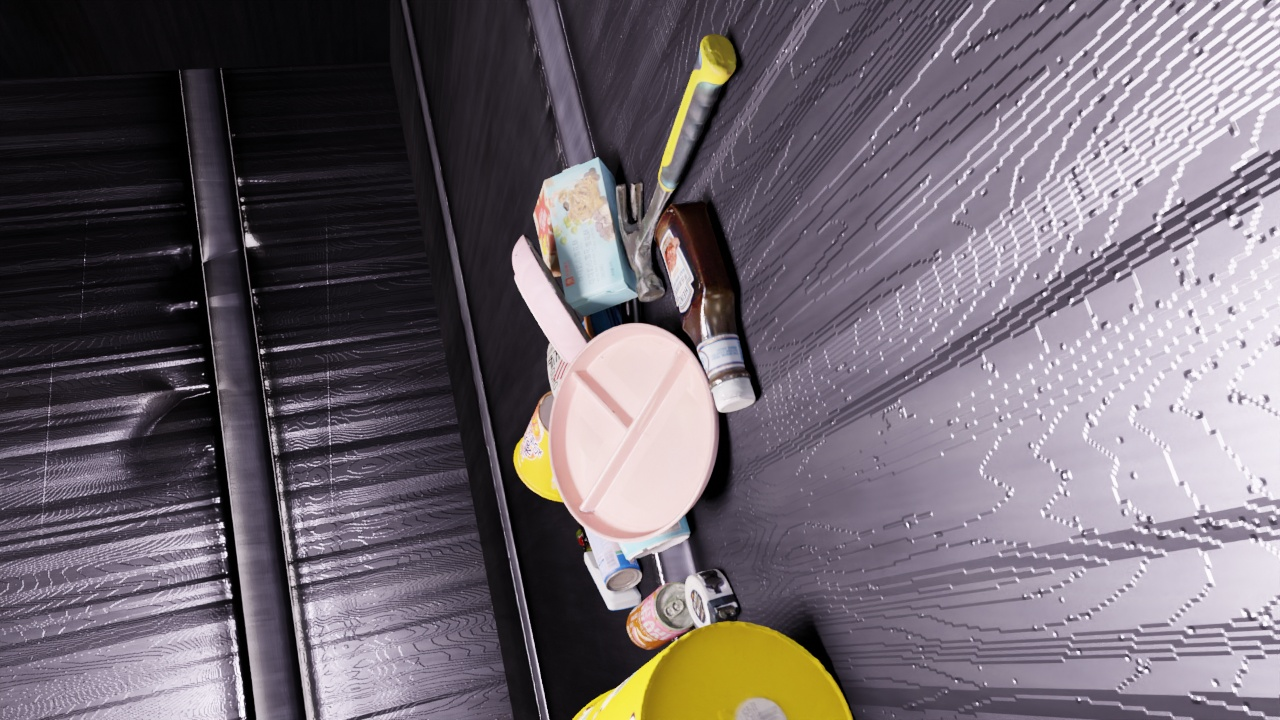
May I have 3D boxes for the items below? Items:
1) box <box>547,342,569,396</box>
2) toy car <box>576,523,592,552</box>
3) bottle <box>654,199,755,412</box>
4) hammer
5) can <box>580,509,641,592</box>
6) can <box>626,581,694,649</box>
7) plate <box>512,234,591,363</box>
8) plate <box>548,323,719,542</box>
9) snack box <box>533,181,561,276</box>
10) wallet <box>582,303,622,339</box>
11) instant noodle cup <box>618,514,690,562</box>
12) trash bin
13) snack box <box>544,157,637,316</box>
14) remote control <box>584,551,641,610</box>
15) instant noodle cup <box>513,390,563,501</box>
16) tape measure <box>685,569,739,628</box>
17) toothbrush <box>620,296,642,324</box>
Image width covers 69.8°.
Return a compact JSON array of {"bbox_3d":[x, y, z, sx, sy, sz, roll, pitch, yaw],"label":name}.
[{"bbox_3d":[-0.086,0.018,1.265,0.088,0.076,0.162,40,-164,-30],"label":"box"},{"bbox_3d":[-0.073,0.238,1.390,0.071,0.041,0.156,-140,43,-64],"label":"toy car"},{"bbox_3d":[0.061,-0.048,0.845,0.080,0.044,0.194,121,136,-65],"label":"bottle"},{"bbox_3d":[0.028,-0.189,0.895,0.324,0.031,0.126,116,140,-61],"label":"hammer"},{"bbox_3d":[-0.044,0.254,1.290,0.053,0.053,0.134,99,155,-43],"label":"can"},{"bbox_3d":[0.026,0.306,1.095,0.148,0.057,0.058,118,140,-62],"label":"can"},{"bbox_3d":[-0.103,-0.058,1.092,0.192,0.039,0.192,59,180,-1],"label":"plate"},{"bbox_3d":[-0.009,0.075,0.966,0.230,0.028,0.229,-8,77,40],"label":"plate"},{"bbox_3d":[-0.086,-0.171,1.176,0.093,0.077,0.094,128,131,-66],"label":"snack box"},{"bbox_3d":[-0.043,-0.022,1.186,0.133,0.040,0.106,130,125,-66],"label":"wallet"},{"bbox_3d":[-0.001,0.160,1.049,0.120,0.111,0.111,67,159,16],"label":"instant noodle cup"},{"bbox_3d":[0.051,0.360,0.803,0.256,0.229,0.229,114,143,-51],"label":"trash bin"},{"bbox_3d":[-0.057,-0.144,1.067,0.051,0.074,0.174,39,-145,-61],"label":"snack box"},{"bbox_3d":[-0.040,0.310,1.315,0.125,0.049,0.024,-133,41,-60],"label":"remote control"},{"bbox_3d":[-0.102,0.111,1.288,0.110,0.137,0.138,109,148,-42],"label":"instant noodle cup"},{"bbox_3d":[0.074,0.254,0.964,0.066,0.033,0.066,104,149,-47],"label":"tape measure"},{"bbox_3d":[-0.007,0.006,1.101,0.026,0.027,0.213,8,109,38],"label":"toothbrush"}]
